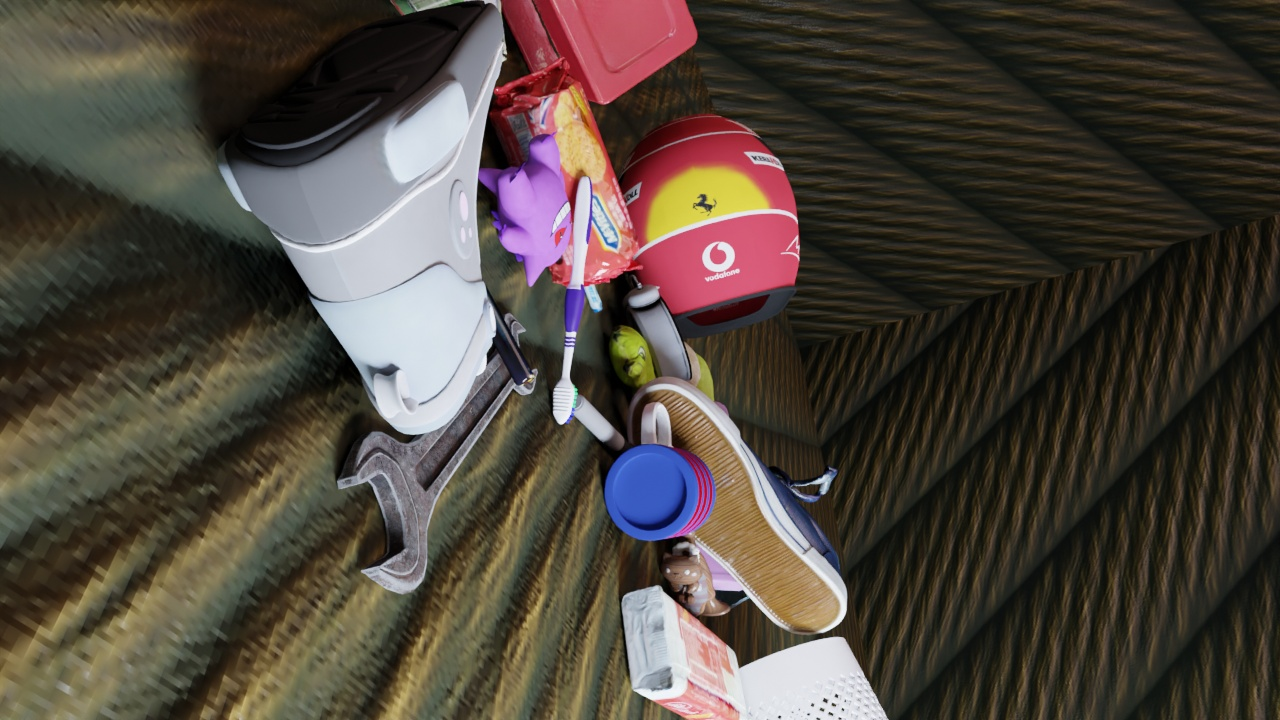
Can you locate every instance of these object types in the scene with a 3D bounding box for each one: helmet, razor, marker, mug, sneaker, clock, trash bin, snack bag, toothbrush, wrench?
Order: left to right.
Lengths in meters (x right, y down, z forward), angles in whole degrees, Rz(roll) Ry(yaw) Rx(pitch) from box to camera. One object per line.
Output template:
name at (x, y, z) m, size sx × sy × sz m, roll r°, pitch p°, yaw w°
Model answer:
sneaker at (-0.107, -0.082, 0.468) m, size 0.256 × 0.093 × 0.160 m, roll -86°, pitch 164°, yaw -59°
wrench at (-0.098, 0.033, 0.507) m, size 0.272 × 0.010 × 0.070 m, roll -68°, pitch 140°, yaw -69°
razor at (-0.101, -0.051, 0.557) m, size 0.043 × 0.022 × 0.144 m, roll -115°, pitch -177°, yaw -84°
snack bag at (-0.061, -0.142, 0.727) m, size 0.082 × 0.082 × 0.176 m, roll -72°, pitch 144°, yaw -67°
marker at (-0.062, -0.108, 0.815) m, size 0.013 × 0.013 × 0.142 m, roll -74°, pitch 146°, yaw -66°
toothbrush at (-0.048, -0.046, 0.677) m, size 0.016 × 0.015 × 0.186 m, roll 35°, pitch 59°, yaw -74°
marker at (-0.027, 0.061, 0.752) m, size 0.140 × 0.016 × 0.016 m, roll 52°, pitch 25°, yaw -58°
clock at (0.013, -0.029, 0.922) m, size 0.094 × 0.035 × 0.122 m, roll 162°, pitch -95°, yaw -83°
mug at (0.015, 0.089, 0.750) m, size 0.076 × 0.075 × 0.112 m, roll 26°, pitch 57°, yaw -72°
snack bag at (0.041, 0.254, 0.755) m, size 0.225 × 0.041 × 0.077 m, roll 52°, pitch 25°, yaw -54°
helmet at (0.073, -0.155, 1.026) m, size 0.271 × 0.198 × 0.224 m, roll 32°, pitch 43°, yaw -83°
sneaker at (0.101, 0.117, 0.873) m, size 0.294 × 0.121 × 0.127 m, roll 51°, pitch 25°, yaw -16°
trash bin at (0.168, 0.378, 0.851) m, size 0.195 × 0.196 × 0.199 m, roll 50°, pitch 18°, yaw -60°

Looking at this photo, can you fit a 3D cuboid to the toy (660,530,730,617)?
toy at (0.048, 0.203, 0.835) m, size 0.054 × 0.042 × 0.102 m, roll -58°, pitch 139°, yaw -53°

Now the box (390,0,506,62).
box at (-0.152, -0.284, 0.582) m, size 0.205 × 0.050 × 0.117 m, roll 44°, pitch 35°, yaw -64°

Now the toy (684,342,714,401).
toy at (0.056, 0.019, 1.085) m, size 0.118 × 0.043 × 0.092 m, roll 55°, pitch 25°, yaw -46°

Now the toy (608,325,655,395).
toy at (-0.005, 0.005, 0.867) m, size 0.094 × 0.036 × 0.093 m, roll -100°, pitch 170°, yaw -59°

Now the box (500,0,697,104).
box at (-0.043, -0.334, 0.845) m, size 0.151 × 0.165 × 0.157 m, roll -84°, pitch 155°, yaw -46°

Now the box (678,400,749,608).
box at (0.064, 0.152, 0.974) m, size 0.093 × 0.089 × 0.213 m, roll 123°, pitch -32°, yaw -49°

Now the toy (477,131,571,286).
toy at (-0.078, -0.105, 0.651) m, size 0.088 × 0.056 × 0.105 m, roll 68°, pitch 30°, yaw -30°
